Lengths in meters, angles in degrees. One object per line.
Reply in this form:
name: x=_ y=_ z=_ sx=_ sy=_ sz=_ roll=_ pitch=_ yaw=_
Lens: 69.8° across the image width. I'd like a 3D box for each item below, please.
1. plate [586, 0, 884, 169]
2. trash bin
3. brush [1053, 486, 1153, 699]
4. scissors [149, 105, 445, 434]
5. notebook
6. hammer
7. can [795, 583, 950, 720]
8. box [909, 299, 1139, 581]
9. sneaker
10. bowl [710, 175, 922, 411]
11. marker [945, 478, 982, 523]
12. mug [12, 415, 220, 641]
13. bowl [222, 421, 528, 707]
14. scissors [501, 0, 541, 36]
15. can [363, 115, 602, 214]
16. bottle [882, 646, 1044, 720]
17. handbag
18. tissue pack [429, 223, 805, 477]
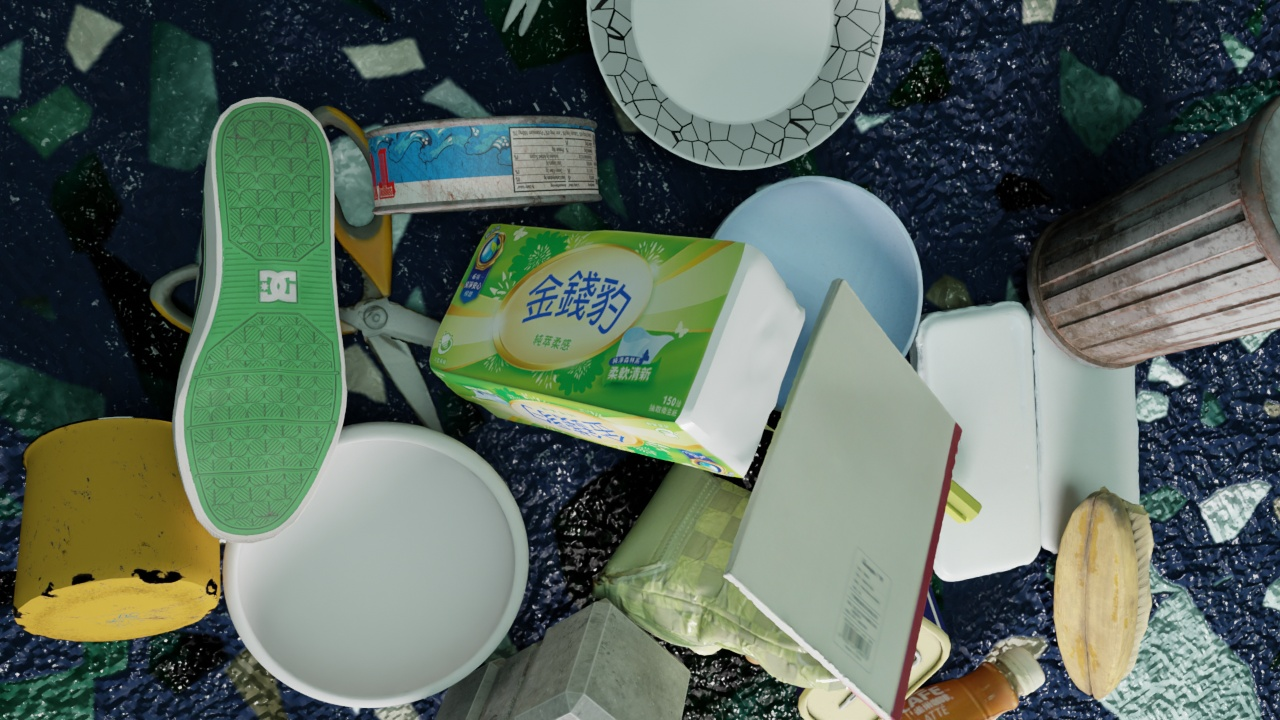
plate: x=0.060 y=-0.214 z=0.567 sx=0.188 sy=0.016 sz=0.188 roll=-2 pitch=99 yaw=-11
trash bin: x=0.363 y=-0.073 z=0.576 sx=0.130 sy=0.211 sz=0.130 roll=3 pitch=78 yaw=-13
brush: x=0.349 y=0.176 z=0.692 sx=0.043 sy=0.059 sz=0.195 roll=-24 pitch=119 yaw=-24
scissors: x=-0.189 y=-0.035 z=0.571 sx=0.216 sy=0.016 sz=0.225 roll=-22 pitch=103 yaw=-8
notebook: x=0.128 y=0.075 z=0.524 sx=0.153 sy=0.012 sz=0.208 roll=45 pitch=51 yaw=-24
hammer: x=0.025 y=0.306 z=0.601 sx=0.317 sy=0.082 sz=0.163 roll=44 pitch=122 yaw=-15
can: x=0.152 y=0.186 z=0.624 sx=0.056 sy=0.092 sz=0.116 roll=34 pitch=110 yaw=-8
box: x=0.294 y=0.054 z=0.690 sx=0.189 sy=0.037 sz=0.209 roll=-7 pitch=100 yaw=-8
sneaker: x=-0.210 y=-0.020 z=0.513 sx=0.084 sy=0.079 sz=0.235 roll=4 pitch=91 yaw=-24
bowl: x=0.100 y=-0.044 z=0.606 sx=0.150 sy=0.075 sz=0.150 roll=-2 pitch=98 yaw=-12
marker: x=0.191 y=0.071 z=0.657 sx=0.124 sy=0.018 sz=0.021 roll=41 pitch=60 yaw=0
mug: x=-0.290 y=0.103 z=0.514 sx=0.100 sy=0.124 sz=0.094 roll=4 pitch=55 yaw=-30
bowl: x=-0.161 y=0.120 z=0.575 sx=0.176 sy=0.066 sz=0.176 roll=-2 pitch=99 yaw=-13
scissors: x=-0.050 y=-0.276 z=0.564 sx=0.126 sy=0.019 sz=0.144 roll=-19 pitch=109 yaw=-15
can: x=-0.088 y=-0.109 z=0.523 sx=0.130 sy=0.130 sz=0.044 roll=-6 pitch=99 yaw=-12
bottle: x=0.227 y=0.272 z=0.691 sx=0.167 sy=0.059 sz=0.059 roll=-30 pitch=104 yaw=-8
handbag: x=0.067 y=0.148 z=0.585 sx=0.113 sy=0.186 sz=0.117 roll=-51 pitch=149 yaw=-34
tissue pack: x=-0.003 y=0.003 z=0.537 sx=0.141 sy=0.198 sz=0.120 roll=41 pitch=73 yaw=-49
